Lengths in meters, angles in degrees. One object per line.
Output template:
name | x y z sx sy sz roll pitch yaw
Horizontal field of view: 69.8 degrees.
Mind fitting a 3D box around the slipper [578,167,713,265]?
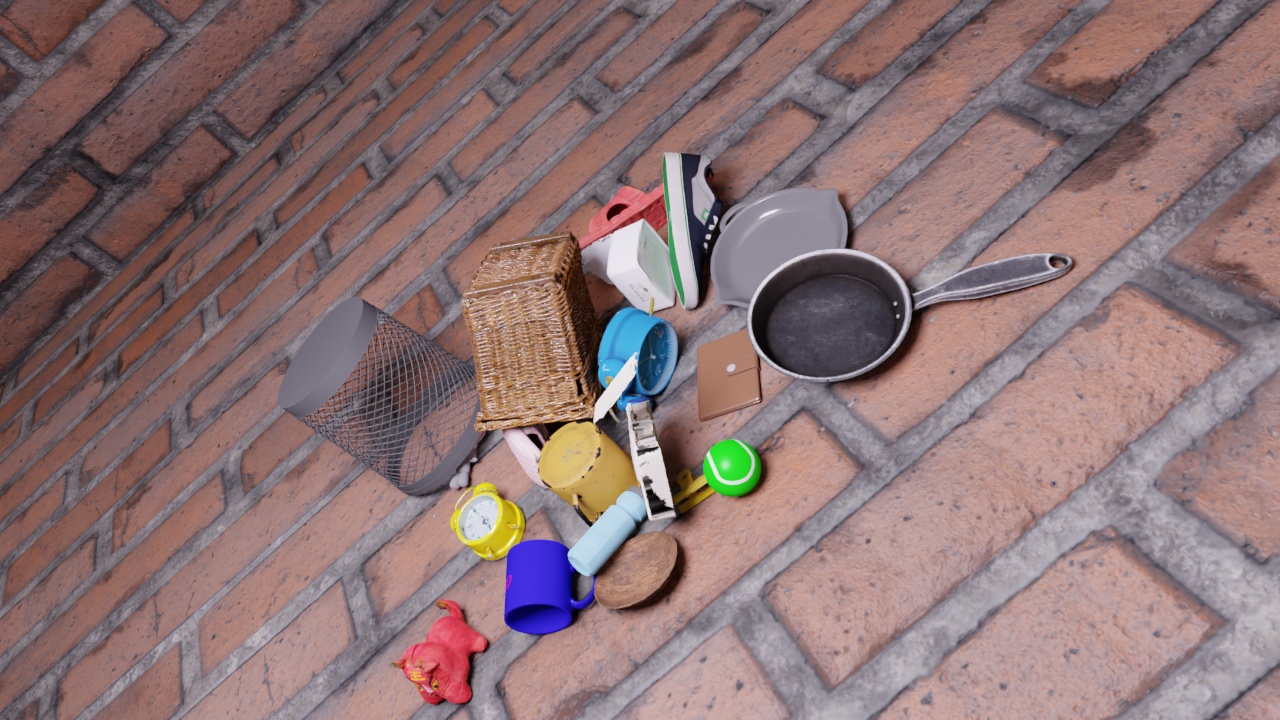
slipper | -0.004 -0.231 1.399 0.249 0.103 0.059 -34 69 1

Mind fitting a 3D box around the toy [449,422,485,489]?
toy | -0.255 0.138 1.351 0.049 0.030 0.111 -20 45 32

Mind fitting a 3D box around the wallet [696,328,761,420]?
wallet | 0.110 0.015 1.169 0.088 0.013 0.120 -21 46 25

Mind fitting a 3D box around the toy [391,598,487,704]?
toy | -0.245 0.344 1.123 0.088 0.094 0.132 -23 43 23

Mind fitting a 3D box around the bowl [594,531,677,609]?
bowl | 0.000 0.246 1.052 0.114 0.026 0.101 -26 30 24

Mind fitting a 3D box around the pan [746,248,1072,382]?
pan | 0.298 -0.067 1.045 0.357 0.055 0.187 -9 55 14

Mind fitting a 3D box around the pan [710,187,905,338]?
pan | 0.217 -0.114 1.183 0.216 0.024 0.354 -44 46 1

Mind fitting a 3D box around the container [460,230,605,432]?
container | -0.141 -0.050 1.218 0.162 0.183 0.249 -9 25 5

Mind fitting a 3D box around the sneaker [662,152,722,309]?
sneaker | 0.080 -0.186 1.292 0.079 0.084 0.235 -3 74 -4

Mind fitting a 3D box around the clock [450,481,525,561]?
clock | -0.208 0.213 1.227 0.083 0.057 0.119 -49 47 -5

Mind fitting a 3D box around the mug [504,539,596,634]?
mug | -0.105 0.268 1.093 0.111 0.079 0.083 -7 48 4

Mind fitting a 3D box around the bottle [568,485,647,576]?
bottle | -0.031 0.198 1.092 0.040 0.040 0.129 14 49 45

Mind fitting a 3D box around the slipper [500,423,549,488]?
slipper | -0.157 0.098 1.259 0.055 0.107 0.221 -29 33 -8

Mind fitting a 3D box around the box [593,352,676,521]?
box | -0.017 0.079 1.058 0.070 0.186 0.143 -13 19 -1

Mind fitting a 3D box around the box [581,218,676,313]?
box | -0.028 -0.131 1.333 0.137 0.109 0.120 -16 47 27

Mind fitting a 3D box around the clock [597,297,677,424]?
clock | -0.007 0.007 1.199 0.060 0.117 0.161 11 64 30

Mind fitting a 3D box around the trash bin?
trash bin | -0.374 0.048 1.343 0.218 0.227 0.217 -32 36 27

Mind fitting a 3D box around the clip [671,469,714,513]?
clip | 0.061 0.153 1.094 0.054 0.044 0.049 -38 -1 9

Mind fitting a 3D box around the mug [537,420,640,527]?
mug | -0.065 0.146 1.140 0.101 0.094 0.123 -20 46 25

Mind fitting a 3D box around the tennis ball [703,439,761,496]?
tennis ball | 0.104 0.122 1.045 0.065 0.065 0.065 -22 45 24
